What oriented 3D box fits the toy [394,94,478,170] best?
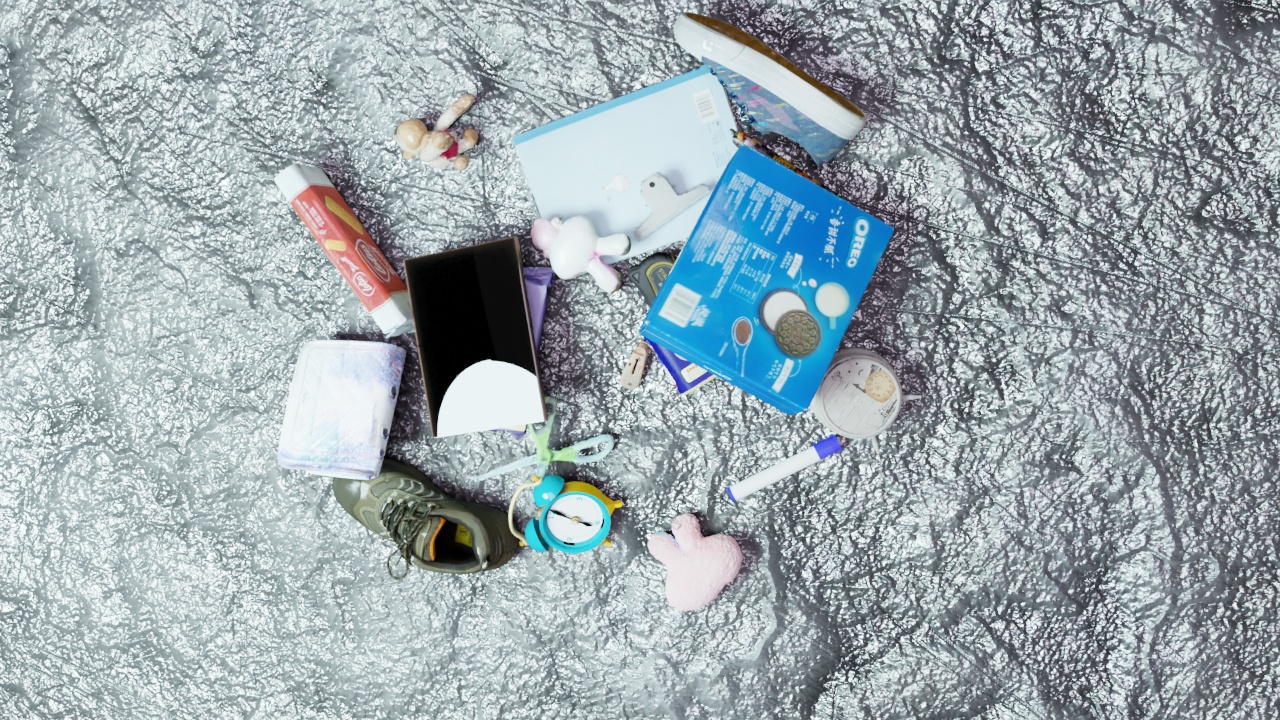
[{"bbox_3d":[-0.240,-0.263,1.063,0.106,0.074,0.085,4,64,25],"label":"toy"}]

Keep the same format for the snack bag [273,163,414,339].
[{"bbox_3d":[-0.337,-0.129,1.076,0.041,0.077,0.225,-37,91,11],"label":"snack bag"}]

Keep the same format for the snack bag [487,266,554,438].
[{"bbox_3d":[-0.163,-0.016,1.083,0.096,0.058,0.205,10,94,2],"label":"snack bag"}]

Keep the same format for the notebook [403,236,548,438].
[{"bbox_3d":[-0.188,-0.024,1.045,0.141,0.008,0.209,-9,90,14],"label":"notebook"}]

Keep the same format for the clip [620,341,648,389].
[{"bbox_3d":[-0.006,0.003,1.088,0.026,0.059,0.052,17,58,2],"label":"clip"}]

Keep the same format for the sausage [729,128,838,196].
[{"bbox_3d":[0.164,-0.217,1.041,0.155,0.020,0.020,33,98,-3],"label":"sausage"}]

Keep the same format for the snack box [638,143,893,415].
[{"bbox_3d":[0.138,-0.089,1.000,0.195,0.056,0.238,29,77,-2],"label":"snack box"}]

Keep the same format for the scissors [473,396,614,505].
[{"bbox_3d":[-0.110,0.115,1.085,0.172,0.023,0.172,-2,126,-24],"label":"scissors"}]

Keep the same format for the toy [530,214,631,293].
[{"bbox_3d":[-0.070,-0.130,1.062,0.122,0.038,0.079,24,112,3],"label":"toy"}]

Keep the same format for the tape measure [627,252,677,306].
[{"bbox_3d":[0.024,-0.095,1.066,0.061,0.034,0.062,-31,104,12],"label":"tape measure"}]

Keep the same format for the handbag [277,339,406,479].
[{"bbox_3d":[-0.343,0.058,1.077,0.127,0.069,0.158,2,73,19],"label":"handbag"}]

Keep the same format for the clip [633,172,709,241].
[{"bbox_3d":[0.023,-0.188,1.057,0.102,0.045,0.055,-33,100,8],"label":"clip"}]

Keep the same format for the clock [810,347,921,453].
[{"bbox_3d":[0.230,0.028,1.045,0.157,0.061,0.103,35,98,-1],"label":"clock"}]

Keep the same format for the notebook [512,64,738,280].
[{"bbox_3d":[-0.004,-0.218,1.068,0.253,0.009,0.181,-18,95,8],"label":"notebook"}]

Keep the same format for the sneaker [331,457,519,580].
[{"bbox_3d":[-0.269,0.198,1.072,0.238,0.143,0.101,21,98,3],"label":"sneaker"}]

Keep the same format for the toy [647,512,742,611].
[{"bbox_3d":[0.061,0.236,1.091,0.108,0.053,0.105,-41,80,9],"label":"toy"}]

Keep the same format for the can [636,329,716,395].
[{"bbox_3d":[0.069,-0.027,1.058,0.116,0.056,0.092,-33,93,8],"label":"can"}]

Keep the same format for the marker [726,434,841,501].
[{"bbox_3d":[0.169,0.127,1.083,0.141,0.020,0.020,-27,93,8],"label":"marker"}]

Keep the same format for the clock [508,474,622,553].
[{"bbox_3d":[-0.092,0.186,1.096,0.129,0.043,0.099,10,110,-9],"label":"clock"}]

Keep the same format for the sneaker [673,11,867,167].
[{"bbox_3d":[0.133,-0.300,1.020,0.235,0.087,0.079,31,119,-3],"label":"sneaker"}]
